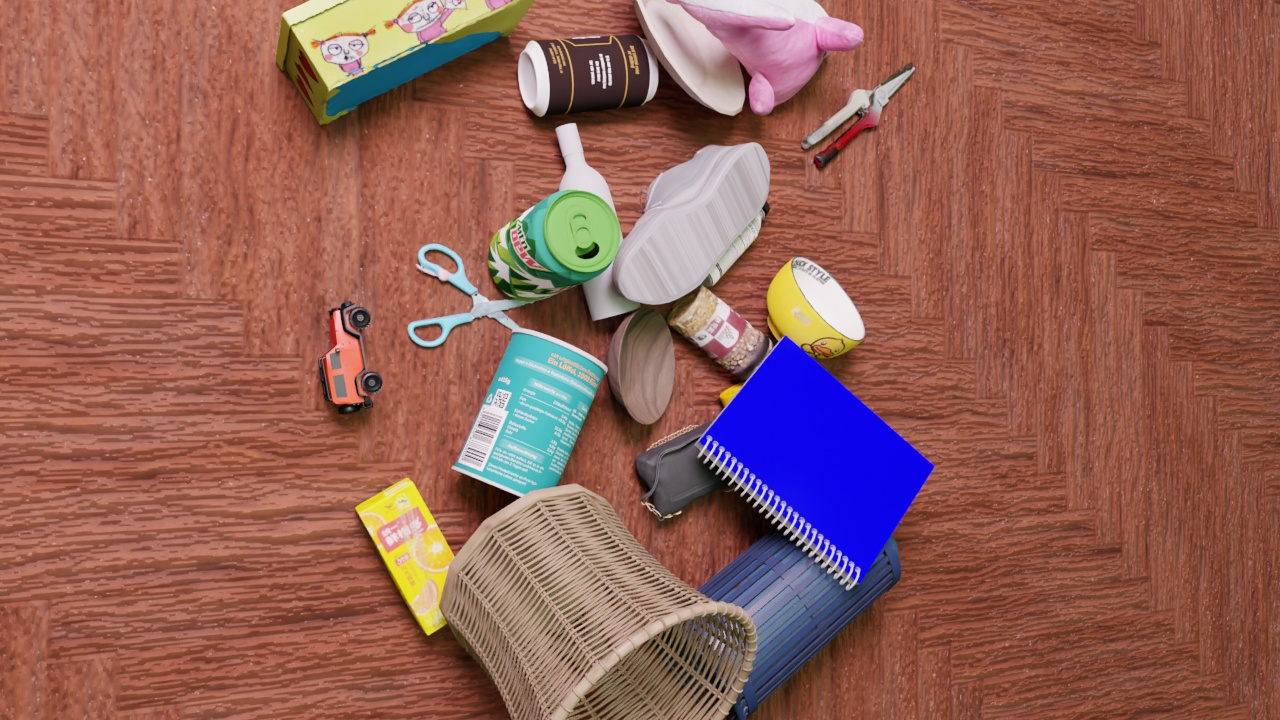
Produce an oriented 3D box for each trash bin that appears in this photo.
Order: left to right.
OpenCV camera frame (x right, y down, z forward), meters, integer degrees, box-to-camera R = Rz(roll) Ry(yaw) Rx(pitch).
[{"bbox_3d":[0.148,0.250,0.959,0.249,0.139,0.139,-34,101,-22],"label":"trash bin"}]

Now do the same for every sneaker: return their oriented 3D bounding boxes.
[{"bbox_3d":[0.035,-0.144,0.947,0.235,0.090,0.099,-45,126,-28],"label":"sneaker"}]

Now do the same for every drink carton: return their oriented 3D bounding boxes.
[{"bbox_3d":[-0.209,0.182,0.858,0.058,0.043,0.134,-30,99,-20],"label":"drink carton"}]

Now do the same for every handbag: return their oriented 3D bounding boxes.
[{"bbox_3d":[0.053,0.116,0.967,0.128,0.054,0.079,-22,101,-24],"label":"handbag"}]

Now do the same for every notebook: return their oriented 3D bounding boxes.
[{"bbox_3d":[0.178,0.101,0.935,0.209,0.022,0.171,42,64,1],"label":"notebook"}]

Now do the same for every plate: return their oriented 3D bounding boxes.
[{"bbox_3d":[0.043,-0.333,0.949,0.188,0.027,0.188,34,43,-39],"label":"plate"}]

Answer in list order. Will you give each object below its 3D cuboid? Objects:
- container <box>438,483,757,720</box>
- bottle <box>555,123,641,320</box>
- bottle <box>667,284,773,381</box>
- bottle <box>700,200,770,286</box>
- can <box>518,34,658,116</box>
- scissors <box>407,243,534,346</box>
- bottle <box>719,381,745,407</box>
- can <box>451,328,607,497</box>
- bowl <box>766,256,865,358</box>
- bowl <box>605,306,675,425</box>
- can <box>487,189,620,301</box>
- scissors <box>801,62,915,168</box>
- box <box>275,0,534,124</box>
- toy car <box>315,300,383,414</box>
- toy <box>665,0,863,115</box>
[{"bbox_3d":[-0.048,0.242,0.803,0.226,0.196,0.227,-23,133,-28],"label":"container"},{"bbox_3d":[-0.050,-0.141,0.930,0.052,0.052,0.195,-17,95,-23],"label":"bottle"},{"bbox_3d":[0.085,-0.030,0.982,0.105,0.056,0.056,37,75,-18],"label":"bottle"},{"bbox_3d":[0.099,-0.133,0.999,0.041,0.041,0.115,47,72,-15],"label":"bottle"},{"bbox_3d":[-0.053,-0.287,0.922,0.128,0.072,0.072,-12,93,-23],"label":"can"},{"bbox_3d":[-0.171,-0.046,0.898,0.139,0.015,0.117,35,75,-16],"label":"scissors"},{"bbox_3d":[0.135,0.095,1.007,0.043,0.043,0.143,-28,99,-21],"label":"bottle"},{"bbox_3d":[-0.104,0.055,0.875,0.099,0.099,0.143,26,78,-20],"label":"can"},{"bbox_3d":[0.183,-0.049,1.008,0.117,0.068,0.117,32,34,-25],"label":"bowl"},{"bbox_3d":[-0.006,0.006,0.937,0.119,0.032,0.119,-1,92,-61],"label":"bowl"},{"bbox_3d":[-0.083,-0.106,0.861,0.083,0.144,0.083,3,83,-27],"label":"can"},{"bbox_3d":[0.267,-0.292,1.090,0.188,0.015,0.140,-8,90,-23],"label":"scissors"},{"bbox_3d":[-0.212,-0.305,0.830,0.220,0.124,0.079,-32,100,-19],"label":"box"},{"bbox_3d":[-0.267,-0.003,0.834,0.048,0.051,0.100,-11,93,-25],"label":"toy car"},{"bbox_3d":[0.130,-0.324,0.959,0.265,0.187,0.128,-9,121,-56],"label":"toy"}]
